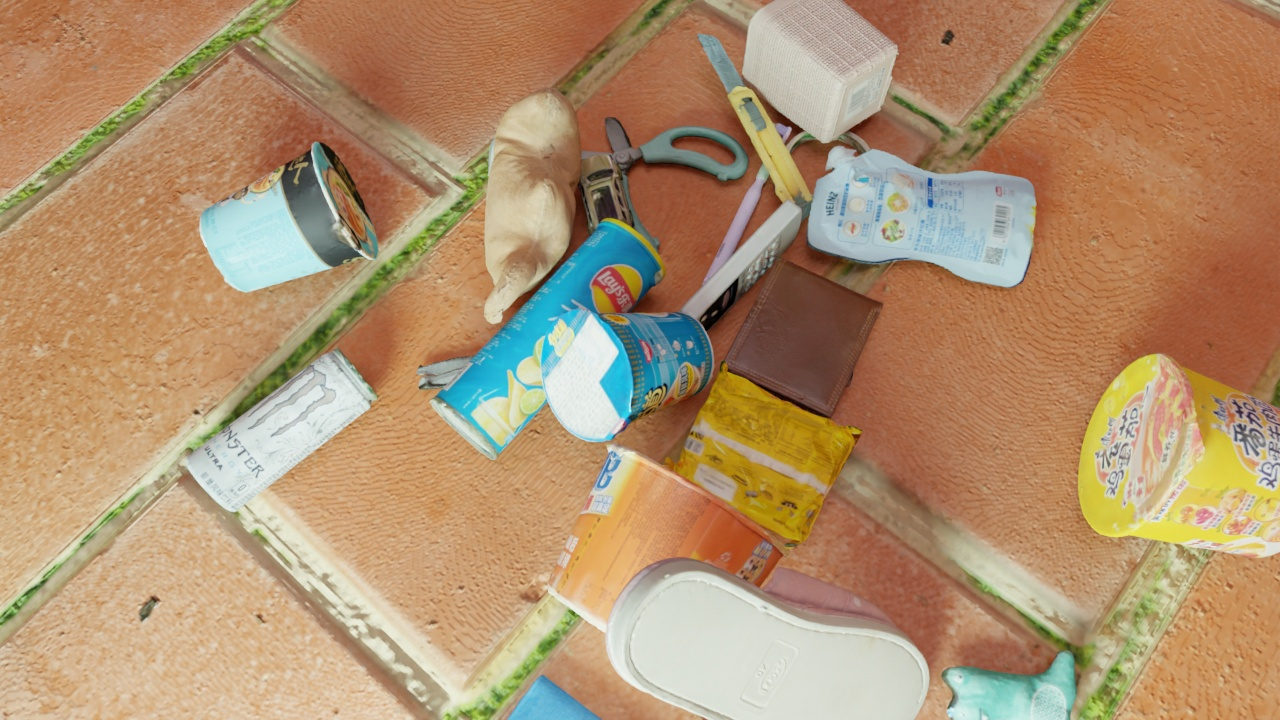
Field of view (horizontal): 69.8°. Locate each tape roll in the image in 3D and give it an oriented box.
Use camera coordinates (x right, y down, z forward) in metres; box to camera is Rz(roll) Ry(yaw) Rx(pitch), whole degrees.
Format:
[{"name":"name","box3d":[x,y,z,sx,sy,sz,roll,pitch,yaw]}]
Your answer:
[{"name":"tape roll","box3d":[0.174,-0.179,0.851,0.086,0.014,0.085,-1,66,3]}]

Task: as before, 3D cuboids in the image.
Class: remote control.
[{"name":"remote control","box3d":[0.085,-0.072,0.783,0.021,0.058,0.149,39,74,17]}]

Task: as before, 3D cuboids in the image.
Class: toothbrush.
[{"name":"toothbrush","box3d":[0.095,-0.140,0.833,0.029,0.021,0.188,5,61,41]}]

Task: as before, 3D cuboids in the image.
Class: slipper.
[{"name":"slipper","box3d":[0.087,0.192,0.598,0.274,0.054,0.114,26,91,-31]}]

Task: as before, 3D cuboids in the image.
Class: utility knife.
[{"name":"utility knife","box3d":[0.105,-0.219,0.849,0.031,0.022,0.219,-20,67,-16]}]

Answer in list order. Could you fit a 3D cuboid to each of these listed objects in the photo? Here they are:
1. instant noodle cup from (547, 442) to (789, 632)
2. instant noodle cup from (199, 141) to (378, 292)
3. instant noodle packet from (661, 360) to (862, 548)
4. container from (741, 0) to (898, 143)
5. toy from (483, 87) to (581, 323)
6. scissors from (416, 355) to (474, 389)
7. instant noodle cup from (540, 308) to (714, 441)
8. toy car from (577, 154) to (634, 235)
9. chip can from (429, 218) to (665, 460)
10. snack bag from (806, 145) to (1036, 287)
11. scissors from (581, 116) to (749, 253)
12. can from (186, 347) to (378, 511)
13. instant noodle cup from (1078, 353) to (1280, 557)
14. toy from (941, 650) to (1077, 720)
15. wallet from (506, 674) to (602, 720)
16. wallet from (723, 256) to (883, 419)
[{"name":"instant noodle cup","box3d":[0.012,0.144,0.648,0.151,0.151,0.111,29,78,14]},{"name":"instant noodle cup","box3d":[-0.310,-0.117,0.802,0.120,0.111,0.111,-22,66,1]},{"name":"instant noodle packet","box3d":[0.092,0.074,0.720,0.128,0.044,0.110,27,82,16]},{"name":"container","box3d":[0.166,-0.272,0.844,0.089,0.090,0.111,-35,65,-20]},{"name":"toy","box3d":[-0.096,-0.116,0.769,0.082,0.144,0.225,7,63,-7]},{"name":"scissors","box3d":[-0.079,0.017,0.775,0.206,0.015,0.193,-40,71,-14]},{"name":"instant noodle cup","box3d":[-0.004,0.004,0.703,0.109,0.099,0.099,-12,59,-46]},{"name":"toy car","box3d":[-0.033,-0.146,0.818,0.042,0.035,0.090,-15,65,4]},{"name":"chip can","box3d":[-0.072,-0.019,0.743,0.071,0.071,0.210,36,73,17]},{"name":"snack bag","box3d":[0.246,-0.129,0.807,0.191,0.039,0.110,11,81,4]},{"name":"scissors","box3d":[0.022,-0.168,0.850,0.180,0.019,0.170,-15,65,0]},{"name":"can","box3d":[-0.288,0.055,0.744,0.146,0.058,0.058,-40,70,-14]},{"name":"instant noodle cup","box3d":[0.406,0.076,0.666,0.110,0.138,0.137,17,67,1]},{"name":"toy","box3d":[0.259,0.248,0.649,0.092,0.030,0.096,7,74,11]},{"name":"wallet","box3d":[-0.049,0.300,0.636,0.133,0.040,0.106,32,67,16]},{"name":"wallet","box3d":[0.137,-0.018,0.773,0.101,0.032,0.124,25,70,10]}]
